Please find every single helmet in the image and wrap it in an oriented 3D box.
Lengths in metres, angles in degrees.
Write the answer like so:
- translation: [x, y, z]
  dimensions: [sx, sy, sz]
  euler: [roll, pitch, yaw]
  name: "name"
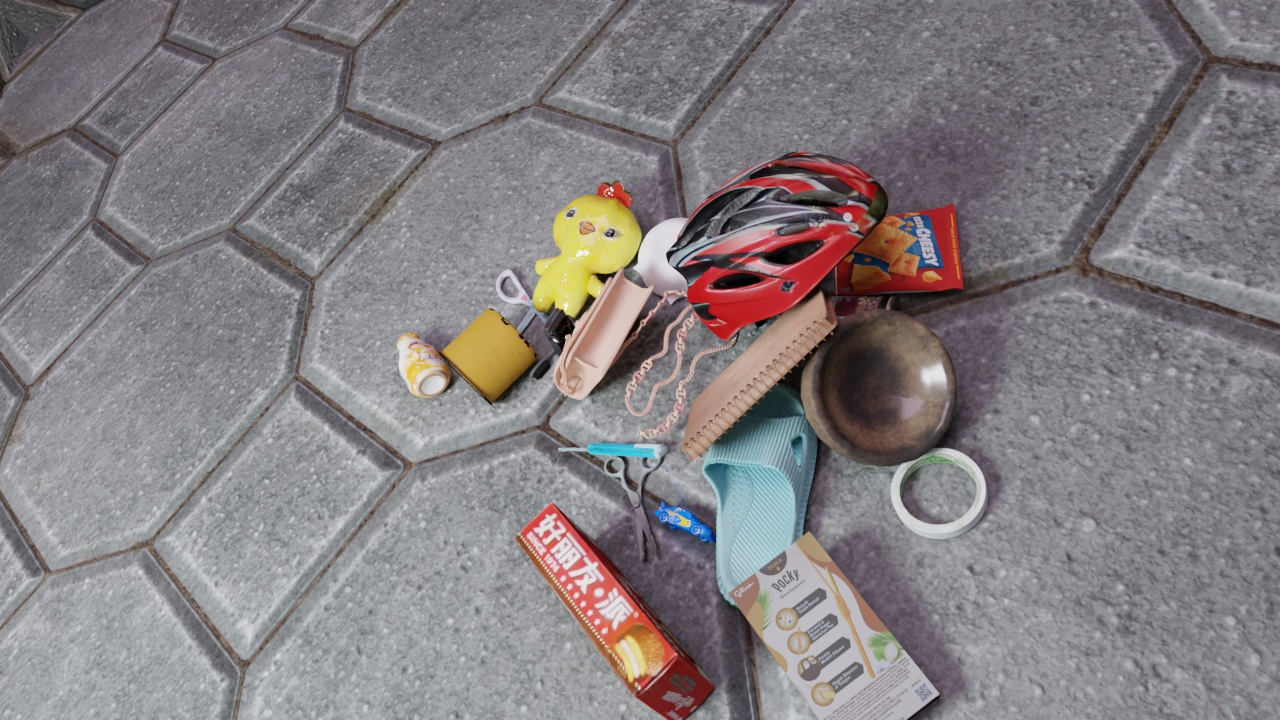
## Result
- translation: [0.155, -0.142, 1.064]
  dimensions: [0.273, 0.167, 0.216]
  euler: [-27, 20, 40]
  name: "helmet"

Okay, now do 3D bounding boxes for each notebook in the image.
- translation: [0.128, 0.010, 1.001]
  dimensions: [0.211, 0.022, 0.168]
  euler: [-46, 6, 18]
  name: "notebook"

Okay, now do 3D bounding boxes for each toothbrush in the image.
- translation: [-0.095, -0.039, 1.262]
  dimensions: [0.013, 0.013, 0.167]
  euler: [32, 76, 30]
  name: "toothbrush"

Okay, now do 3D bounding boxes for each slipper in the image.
- translation: [0.128, 0.132, 0.995]
  dimensions: [0.116, 0.069, 0.275]
  euler: [-3, 58, 21]
  name: "slipper"

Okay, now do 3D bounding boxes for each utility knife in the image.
- translation: [-0.037, 0.107, 1.119]
  dimensions: [0.149, 0.015, 0.022]
  euler: [-1, 27, 28]
  name: "utility knife"

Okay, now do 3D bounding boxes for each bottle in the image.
- translation: [0.244, -0.047, 1.065]
  dimensions: [0.105, 0.056, 0.056]
  euler: [3, 60, 29]
  name: "bottle"
- translation: [-0.315, 0.004, 1.314]
  dimensions: [0.063, 0.063, 0.109]
  euler: [-38, 48, -2]
  name: "bottle"

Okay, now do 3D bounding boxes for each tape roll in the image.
- translation: [0.304, 0.134, 0.934]
  dimensions: [0.094, 0.018, 0.093]
  euler: [-14, 53, 18]
  name: "tape roll"

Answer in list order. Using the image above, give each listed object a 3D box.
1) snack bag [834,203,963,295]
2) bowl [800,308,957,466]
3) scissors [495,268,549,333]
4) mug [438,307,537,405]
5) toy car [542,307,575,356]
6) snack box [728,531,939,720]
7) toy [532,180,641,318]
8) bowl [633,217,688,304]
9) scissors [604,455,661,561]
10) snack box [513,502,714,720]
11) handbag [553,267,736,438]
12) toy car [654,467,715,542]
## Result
- translation: [0.306, -0.131, 1.101]
  dimensions: [0.144, 0.039, 0.130]
  euler: [-2, 56, 14]
  name: "snack bag"
- translation: [0.242, 0.030, 0.964]
  dimensions: [0.162, 0.070, 0.162]
  euler: [1, 84, -11]
  name: "bowl"
- translation: [-0.156, -0.094, 1.332]
  dimensions: [0.175, 0.013, 0.170]
  euler: [22, 73, 35]
  name: "scissors"
- translation: [-0.210, -0.013, 1.246]
  dimensions: [0.094, 0.100, 0.124]
  euler: [-45, 48, -10]
  name: "mug"
- translation: [-0.105, -0.035, 1.210]
  dimensions: [0.037, 0.092, 0.040]
  euler: [25, 72, 23]
  name: "toy car"
- translation: [0.180, 0.269, 0.873]
  dimensions: [0.101, 0.031, 0.186]
  euler: [-37, 60, -1]
  name: "snack box"
- translation: [-0.074, -0.148, 1.276]
  dimensions: [0.134, 0.092, 0.207]
  euler: [30, 79, 26]
  name: "toy"
- translation: [0.046, -0.145, 1.224]
  dimensions: [0.115, 0.050, 0.114]
  euler: [-8, 64, 17]
  name: "bowl"
- translation: [-0.015, 0.164, 1.081]
  dimensions: [0.121, 0.014, 0.159]
  euler: [0, 55, 26]
  name: "scissors"
- translation: [-0.030, 0.259, 0.956]
  dimensions: [0.060, 0.113, 0.236]
  euler: [-43, 50, -6]
  name: "snack box"
- translation: [-0.006, 0.006, 1.170]
  dimensions: [0.187, 0.117, 0.198]
  euler: [30, 66, 0]
  name: "handbag"
- translation: [0.052, 0.161, 1.032]
  dimensions: [0.092, 0.033, 0.061]
  euler: [15, 73, 34]
  name: "toy car"
